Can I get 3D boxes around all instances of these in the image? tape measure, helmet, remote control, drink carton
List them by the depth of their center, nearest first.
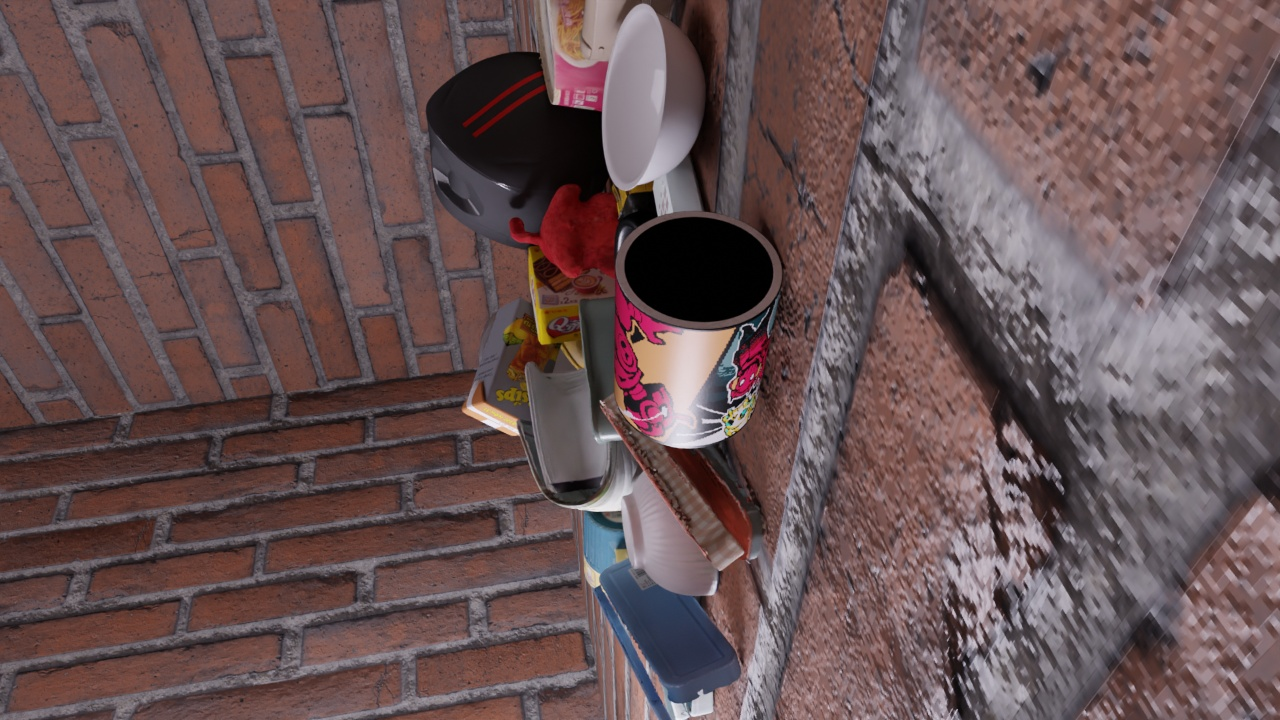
[{"bbox_3d":[0.031,-0.078,0.600,0.050,0.024,0.143,98,165,-61],"label":"remote control"},{"bbox_3d":[-0.003,-0.132,0.743,0.066,0.037,0.064,135,126,-80],"label":"tape measure"},{"bbox_3d":[-0.108,-0.212,0.895,0.164,0.170,0.264,45,-152,8],"label":"helmet"},{"bbox_3d":[-0.128,0.008,0.943,0.049,0.076,0.124,-19,49,49],"label":"drink carton"}]

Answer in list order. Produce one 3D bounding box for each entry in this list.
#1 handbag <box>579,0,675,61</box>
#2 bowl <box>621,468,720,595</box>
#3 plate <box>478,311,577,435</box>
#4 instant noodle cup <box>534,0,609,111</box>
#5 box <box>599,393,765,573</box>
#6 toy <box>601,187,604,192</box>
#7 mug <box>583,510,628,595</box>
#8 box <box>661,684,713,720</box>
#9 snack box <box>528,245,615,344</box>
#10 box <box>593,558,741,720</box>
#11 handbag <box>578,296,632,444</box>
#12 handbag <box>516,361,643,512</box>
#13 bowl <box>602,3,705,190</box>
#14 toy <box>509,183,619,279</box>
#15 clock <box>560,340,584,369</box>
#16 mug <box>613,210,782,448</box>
[{"bbox_3d":[-0.003,-0.325,0.579,0.176,0.062,0.197,109,161,-72],"label":"handbag"},{"bbox_3d":[0.019,0.133,0.738,0.118,0.062,0.118,172,91,-82],"label":"bowl"},{"bbox_3d":[-0.123,0.024,1.030,0.036,0.173,0.173,-26,64,35],"label":"plate"},{"bbox_3d":[-0.044,-0.284,0.756,0.179,0.077,0.178,172,91,-82],"label":"instant noodle cup"},{"bbox_3d":[0.034,0.071,0.623,0.188,0.062,0.058,52,170,52],"label":"box"},{"bbox_3d":[-0.057,-0.148,1.078,0.095,0.065,0.127,94,156,-68],"label":"toy"},{"bbox_3d":[-0.020,0.207,1.007,0.113,0.083,0.107,-98,9,-52],"label":"mug"},{"bbox_3d":[0.028,0.245,0.872,0.083,0.066,0.198,59,-176,-29],"label":"box"},{"bbox_3d":[-0.055,-0.070,0.917,0.061,0.105,0.083,97,163,-54],"label":"snack box"},{"bbox_3d":[0.023,0.230,0.747,0.078,0.074,0.209,68,170,-18],"label":"box"},{"bbox_3d":[-0.005,0.004,0.764,0.106,0.067,0.122,13,-110,-82],"label":"handbag"},{"bbox_3d":[-0.051,0.078,0.899,0.198,0.096,0.142,54,-149,-75],"label":"handbag"},{"bbox_3d":[0.013,-0.160,0.569,0.110,0.040,0.110,180,90,-69],"label":"bowl"},{"bbox_3d":[-0.052,-0.102,0.824,0.094,0.133,0.088,76,-164,-71],"label":"toy"},{"bbox_3d":[-0.059,-0.037,1.052,0.152,0.052,0.113,48,-157,-51],"label":"clock"},{"bbox_3d":[0.018,-0.027,0.494,0.118,0.081,0.098,55,157,33],"label":"mug"}]
